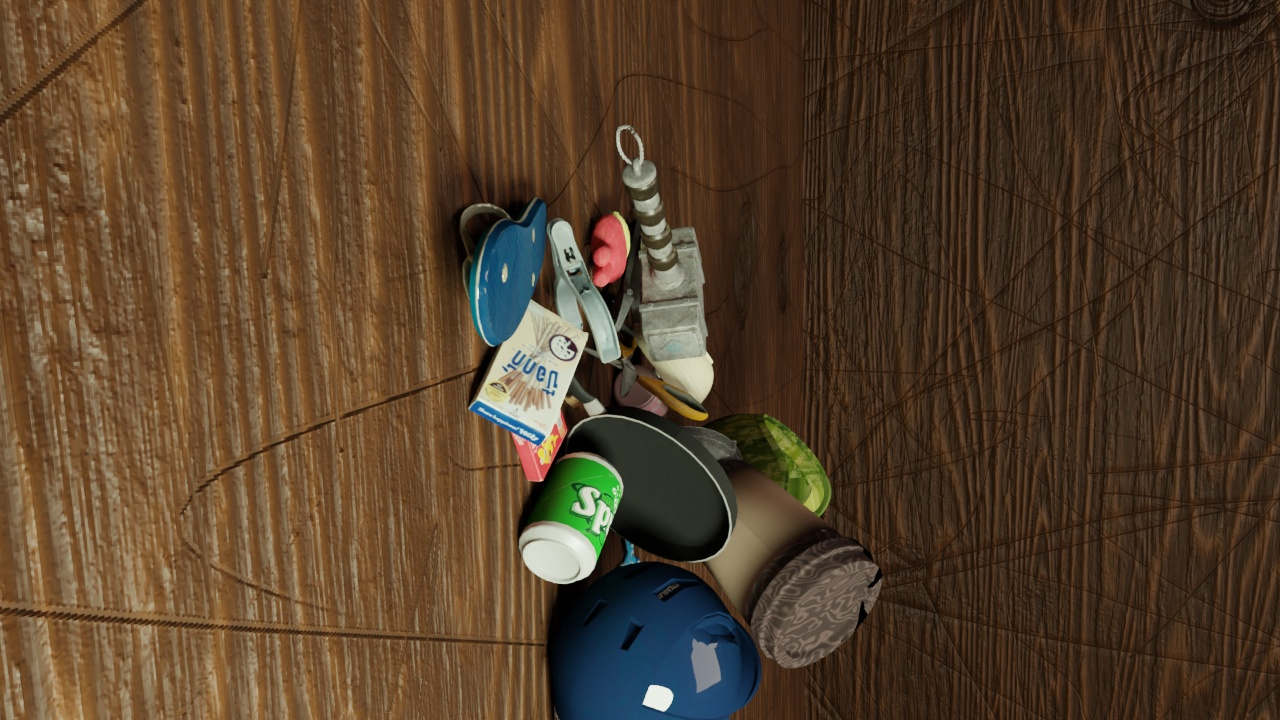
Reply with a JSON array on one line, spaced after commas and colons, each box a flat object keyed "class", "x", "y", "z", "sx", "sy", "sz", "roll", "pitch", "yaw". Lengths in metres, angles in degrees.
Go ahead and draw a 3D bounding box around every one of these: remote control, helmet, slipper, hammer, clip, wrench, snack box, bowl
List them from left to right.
[{"class": "slipper", "x": -0.139, "y": -0.094, "z": 0.890, "sx": 0.294, "sy": 0.060, "sz": 0.118, "roll": -79, "pitch": 169, "yaw": -69}, {"class": "snack box", "x": -0.112, "y": 0.009, "z": 0.943, "sx": 0.026, "sy": 0.082, "sz": 0.149, "roll": -45, "pitch": -160, "yaw": 45}, {"class": "snack box", "x": -0.118, "y": 0.056, "z": 1.013, "sx": 0.089, "sy": 0.021, "sz": 0.133, "roll": -67, "pitch": 152, "yaw": -49}, {"class": "clip", "x": -0.065, "y": -0.058, "z": 1.031, "sx": 0.165, "sy": 0.032, "sz": 0.165, "roll": 60, "pitch": -19, "yaw": 23}, {"class": "remote control", "x": -0.042, "y": -0.072, "z": 1.259, "sx": 0.140, "sy": 0.009, "sz": 0.030, "roll": -7, "pitch": 97, "yaw": -72}, {"class": "wrench", "x": -0.017, "y": -0.126, "z": 1.258, "sx": 0.272, "sy": 0.018, "sz": 0.073, "roll": -81, "pitch": -164, "yaw": -48}, {"class": "hammer", "x": 0.021, "y": -0.151, "z": 1.140, "sx": 0.327, "sy": 0.079, "sz": 0.176, "roll": 70, "pitch": 17, "yaw": -55}, {"class": "helmet", "x": 0.021, "y": 0.346, "z": 1.093, "sx": 0.271, "sy": 0.232, "sz": 0.223, "roll": -10, "pitch": 113, "yaw": -48}, {"class": "hammer", "x": 0.045, "y": -0.060, "z": 1.487, "sx": 0.328, "sy": 0.039, "sz": 0.131, "roll": 63, "pitch": 34, "yaw": -56}, {"class": "bowl", "x": 0.057, "y": -0.003, "z": 1.339, "sx": 0.151, "sy": 0.075, "sz": 0.150, "roll": 54, "pitch": 1, "yaw": -2}, {"class": "helmet", "x": 0.161, "y": 0.214, "z": 1.534, "sx": 0.213, "sy": 0.247, "sz": 0.243, "roll": 21, "pitch": 29, "yaw": -53}]

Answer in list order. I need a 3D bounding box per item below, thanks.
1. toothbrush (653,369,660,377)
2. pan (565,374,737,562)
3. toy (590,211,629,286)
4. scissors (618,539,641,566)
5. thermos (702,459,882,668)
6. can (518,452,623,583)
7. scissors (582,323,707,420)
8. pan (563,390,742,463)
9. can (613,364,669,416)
[{"class": "toothbrush", "x": 0.017, "y": 0.042, "z": 1.439, "sx": 0.022, "sy": 0.015, "sz": 0.154, "roll": -59, "pitch": -176, "yaw": 40}, {"class": "pan", "x": -0.022, "y": 0.095, "z": 1.068, "sx": 0.356, "sy": 0.226, "sz": 0.034, "roll": 57, "pitch": 47, "yaw": -17}, {"class": "toy", "x": -0.040, "y": -0.145, "z": 1.200, "sx": 0.135, "sy": 0.045, "sz": 0.092, "roll": -68, "pitch": 157, "yaw": -63}, {"class": "scissors", "x": -0.016, "y": 0.299, "z": 1.362, "sx": 0.140, "sy": 0.011, "sz": 0.133, "roll": 72, "pitch": 25, "yaw": -45}, {"class": "thermos", "x": 0.160, "y": 0.239, "z": 1.140, "sx": 0.172, "sy": 0.226, "sz": 0.173, "roll": -19, "pitch": 130, "yaw": -25}, {"class": "can", "x": -0.077, "y": 0.176, "z": 1.039, "sx": 0.139, "sy": 0.088, "sz": 0.088, "roll": -67, "pitch": 152, "yaw": -49}, {"class": "scissors", "x": -0.007, "y": 0.008, "z": 1.198, "sx": 0.225, "sy": 0.016, "sz": 0.229, "roll": 28, "pitch": 22, "yaw": -30}, {"class": "pan", "x": 0.001, "y": 0.129, "z": 1.185, "sx": 0.357, "sy": 0.208, "sz": 0.040, "roll": 44, "pitch": 19, "yaw": -39}, {"class": "can", "x": 0.003, "y": 0.047, "z": 1.311, "sx": 0.076, "sy": 0.067, "sz": 0.067, "roll": 47, "pitch": 47, "yaw": -66}]
